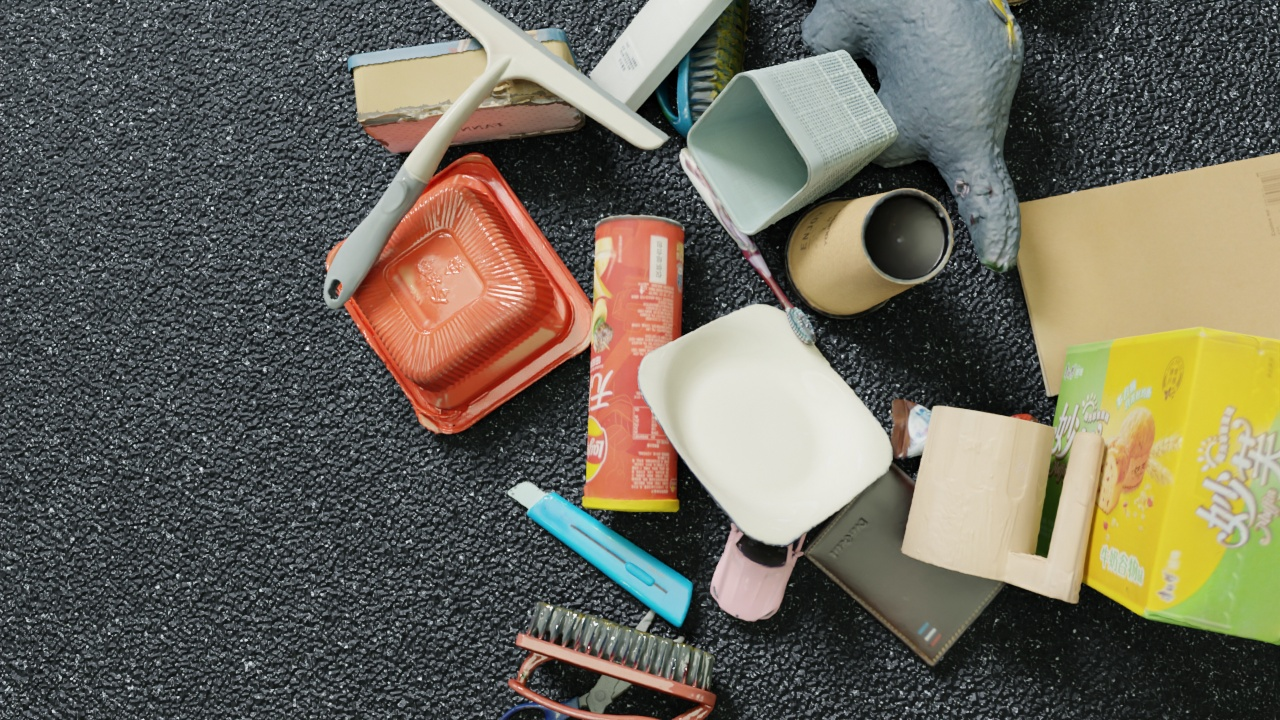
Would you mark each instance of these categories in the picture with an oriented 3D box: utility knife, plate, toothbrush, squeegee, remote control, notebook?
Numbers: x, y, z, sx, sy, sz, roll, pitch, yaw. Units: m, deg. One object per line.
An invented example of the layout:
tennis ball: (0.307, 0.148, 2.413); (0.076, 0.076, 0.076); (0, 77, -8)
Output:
utility knife: (-0.031, 0.142, 0.698); (0.166, 0.018, 0.034); (33, 87, 10)
plate: (0.086, 0.045, 0.658); (0.163, 0.034, 0.163); (-25, 71, -34)
toothbrush: (0.081, -0.091, 0.706); (0.016, 0.017, 0.187); (-31, 77, -1)
squeegee: (-0.152, -0.137, 0.648); (0.246, 0.039, 0.246); (38, 92, 6)
remote control: (0.014, -0.245, 0.695); (0.135, 0.019, 0.056); (-43, 54, 32)
notebook: (0.393, -0.064, 0.678); (0.211, 0.012, 0.149); (-11, 82, 5)

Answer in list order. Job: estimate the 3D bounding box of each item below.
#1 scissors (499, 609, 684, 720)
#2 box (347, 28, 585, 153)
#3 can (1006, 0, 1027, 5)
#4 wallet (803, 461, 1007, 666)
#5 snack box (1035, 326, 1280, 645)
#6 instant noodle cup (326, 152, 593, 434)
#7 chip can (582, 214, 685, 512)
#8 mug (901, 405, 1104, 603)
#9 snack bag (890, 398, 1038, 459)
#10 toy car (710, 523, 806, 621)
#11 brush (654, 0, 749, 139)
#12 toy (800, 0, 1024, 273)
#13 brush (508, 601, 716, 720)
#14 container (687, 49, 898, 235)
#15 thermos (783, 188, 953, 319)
scissors: (-0.033, 0.267, 0.688); (0.169, 0.012, 0.146); (-14, 81, 4)
box: (-0.138, -0.206, 0.713); (0.184, 0.090, 0.059); (-4, 87, 2)
can: (0.286, -0.334, 0.687); (0.075, 0.075, 0.111); (28, 87, 8)
wallet: (0.196, 0.146, 0.673); (0.122, 0.020, 0.096); (41, 90, 11)
snack box: (0.316, 0.067, 0.565); (0.070, 0.210, 0.157); (11, 89, 7)
instant noodle cup: (-0.144, -0.053, 0.702); (0.164, 0.079, 0.189); (-36, 83, 3)
chip can: (-0.004, 0.004, 0.683); (0.073, 0.073, 0.216); (1, 84, 6)
mug: (0.237, 0.090, 0.600); (0.084, 0.125, 0.103); (12, 88, -29)
snack bag: (0.236, 0.055, 0.674); (0.105, 0.026, 0.045); (6, 88, 9)
toy car: (0.093, 0.133, 0.677); (0.056, 0.037, 0.122); (21, 87, 10)
brush: (0.044, -0.240, 0.716); (0.074, 0.055, 0.143); (1, 83, 30)
toy: (0.200, -0.231, 0.679); (0.138, 0.091, 0.356); (-35, 77, 17)
brush: (-0.018, 0.226, 0.656); (0.146, 0.063, 0.069); (15, 70, 5)
container: (0.113, -0.160, 0.659); (0.111, 0.090, 0.090); (-27, 84, -32)
thermos: (0.159, -0.077, 0.645); (0.093, 0.143, 0.093); (0, 90, -6)
